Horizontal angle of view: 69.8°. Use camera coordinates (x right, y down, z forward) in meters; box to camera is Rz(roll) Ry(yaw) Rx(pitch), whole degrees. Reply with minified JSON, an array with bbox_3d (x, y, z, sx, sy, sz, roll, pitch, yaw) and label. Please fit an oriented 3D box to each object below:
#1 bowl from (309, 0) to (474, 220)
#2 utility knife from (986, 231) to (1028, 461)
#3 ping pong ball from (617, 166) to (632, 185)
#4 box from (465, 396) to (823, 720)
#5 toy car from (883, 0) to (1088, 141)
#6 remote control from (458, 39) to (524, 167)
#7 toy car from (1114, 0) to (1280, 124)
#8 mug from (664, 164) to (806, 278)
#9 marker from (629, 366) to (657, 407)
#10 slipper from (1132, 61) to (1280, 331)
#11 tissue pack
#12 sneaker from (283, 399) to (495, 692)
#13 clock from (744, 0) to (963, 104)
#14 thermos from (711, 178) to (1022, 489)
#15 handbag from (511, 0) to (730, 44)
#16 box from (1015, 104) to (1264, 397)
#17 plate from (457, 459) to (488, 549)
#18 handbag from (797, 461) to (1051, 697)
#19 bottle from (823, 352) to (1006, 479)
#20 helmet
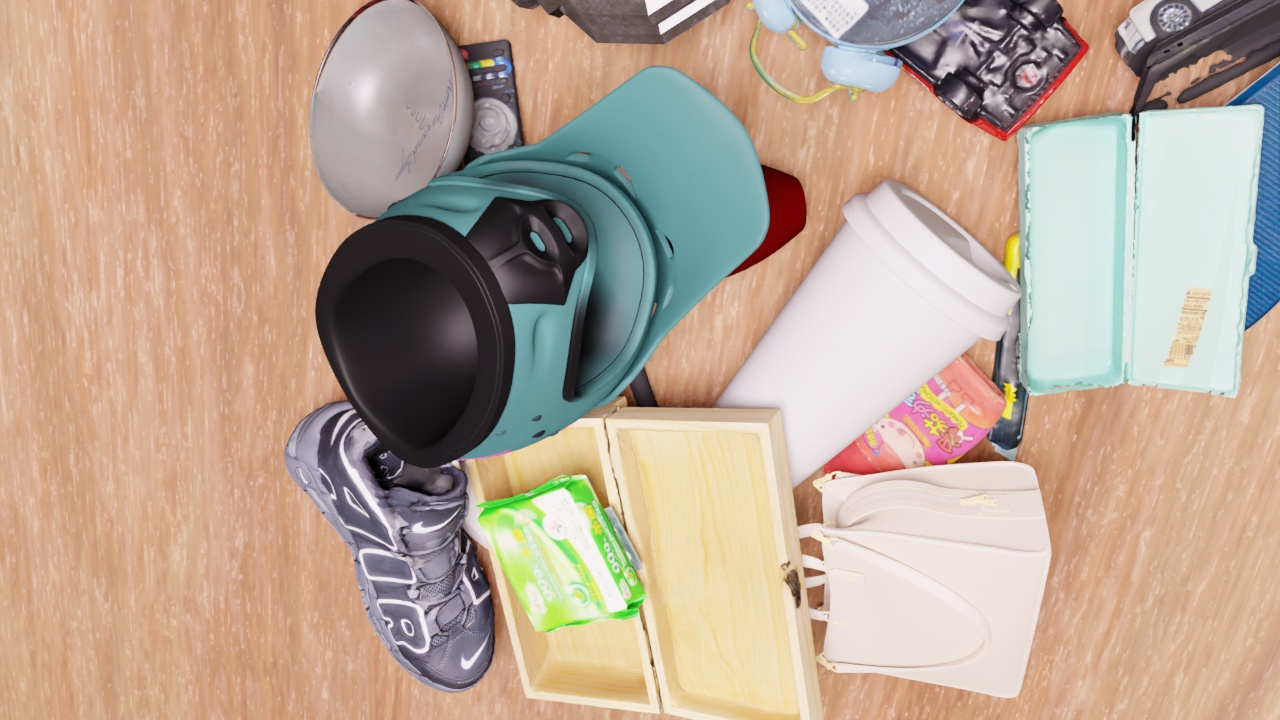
[{"bbox_3d":[-0.161,-0.169,0.636,0.151,0.056,0.150,0,90,34],"label":"bowl"},{"bbox_3d":[0.270,-0.006,0.658,0.029,0.020,0.173,2,109,11],"label":"utility knife"},{"bbox_3d":[-0.021,-0.119,0.653,0.040,0.040,0.040,2,107,7],"label":"ping pong ball"},{"bbox_3d":[-0.001,0.152,0.676,0.254,0.067,0.247,1,111,33],"label":"box"},{"bbox_3d":[0.184,-0.226,0.583,0.189,0.056,0.082,41,107,5],"label":"toy car"},{"bbox_3d":[-0.106,-0.157,0.665,0.045,0.021,0.140,-5,102,8],"label":"remote control"},{"bbox_3d":[0.379,-0.227,0.549,0.192,0.094,0.071,-28,71,17],"label":"toy car"},{"bbox_3d":[0.063,-0.113,0.631,0.088,0.087,0.114,-11,78,-7],"label":"mug"},{"bbox_3d":[-0.004,0.004,0.701,0.018,0.015,0.134,-11,106,32],"label":"marker"},{"bbox_3d":[0.406,-0.127,0.572,0.118,0.060,0.296,39,126,6],"label":"slipper"},{"bbox_3d":[-0.056,0.139,0.656,0.100,0.034,0.114,-23,96,34],"label":"tissue pack"},{"bbox_3d":[-0.160,0.135,0.689,0.151,0.097,0.252,-19,100,54],"label":"sneaker"},{"bbox_3d":[0.130,-0.227,0.541,0.118,0.060,0.162,48,111,7],"label":"clock"},{"bbox_3d":[0.136,-0.002,0.629,0.131,0.131,0.222,37,116,-4],"label":"thermos"},{"bbox_3d":[-0.008,-0.295,0.563,0.198,0.102,0.199,-27,85,15],"label":"handbag"},{"bbox_3d":[0.317,-0.066,0.595,0.139,0.052,0.187,-1,113,18],"label":"box"},{"bbox_3d":[-0.088,0.099,0.744,0.157,0.014,0.157,3,108,8],"label":"plate"},{"bbox_3d":[0.176,0.159,0.665,0.198,0.101,0.195,0,131,12],"label":"handbag"},{"bbox_3d":[0.195,0.053,0.668,0.134,0.048,0.071,-45,78,21],"label":"bottle"},{"bbox_3d":[-0.063,-0.050,0.563,0.176,0.199,0.276,57,142,-1],"label":"helmet"}]
